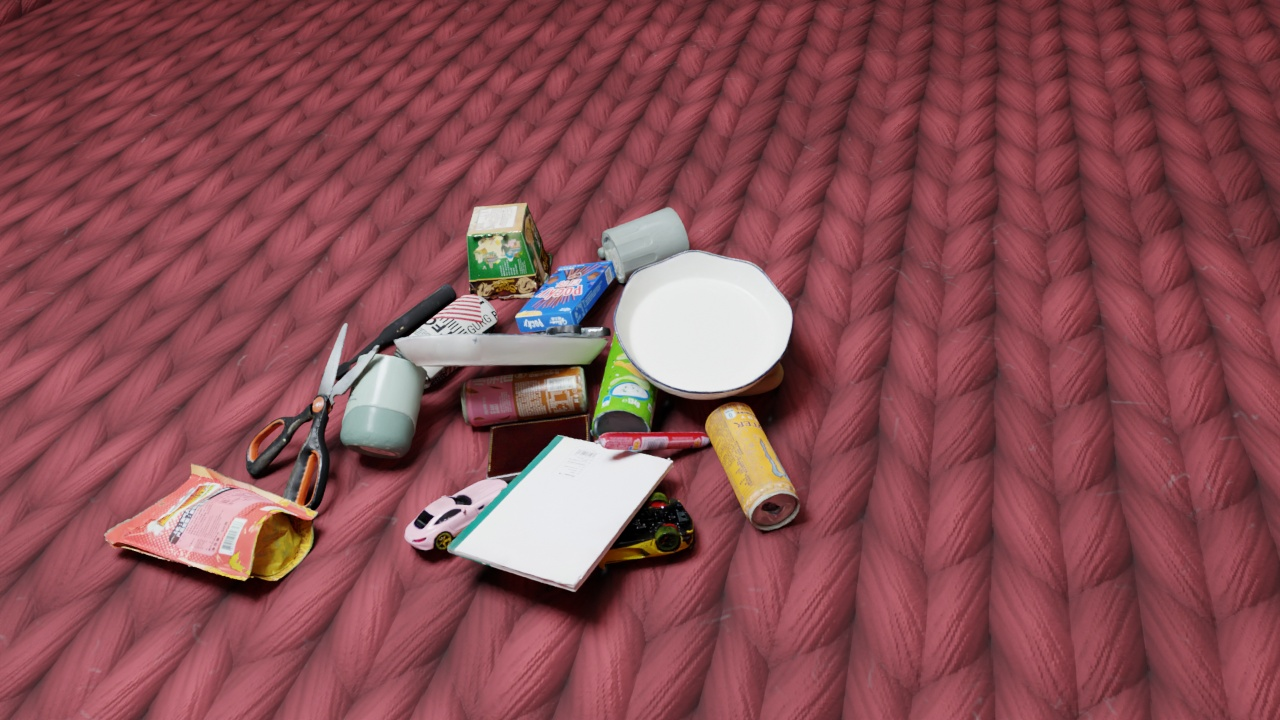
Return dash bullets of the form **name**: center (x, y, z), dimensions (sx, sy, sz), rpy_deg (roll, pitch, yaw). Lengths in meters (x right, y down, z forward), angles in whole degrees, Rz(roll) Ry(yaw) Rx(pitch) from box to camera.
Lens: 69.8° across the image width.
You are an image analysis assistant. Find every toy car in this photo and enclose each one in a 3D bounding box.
- **toy car**: center (-0.022, 0.177, 0.939), dimensions (0.156, 0.041, 0.071), rpy_deg (-9, 29, -7)
- **toy car**: center (-0.195, 0.161, 0.981), dimensions (0.122, 0.037, 0.056), rpy_deg (-31, 26, -28)

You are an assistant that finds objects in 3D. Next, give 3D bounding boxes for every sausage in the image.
- **sausage**: center (0.017, 0.089, 1.019), dimensions (0.155, 0.020, 0.020), rpy_deg (2, 33, -32)

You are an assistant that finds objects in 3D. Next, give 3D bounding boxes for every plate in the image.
- **plate**: center (-0.160, -0.010, 1.096), dimensions (0.162, 0.034, 0.265), rpy_deg (-2, -2, 44)
- **plate**: center (0.072, -0.038, 1.070), dimensions (0.205, 0.046, 0.204), rpy_deg (-1, 56, 1)

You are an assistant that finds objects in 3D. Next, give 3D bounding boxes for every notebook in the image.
- **notebook**: center (-0.078, 0.148, 0.947), dimensions (0.150, 0.012, 0.208), rpy_deg (10, 33, 27)

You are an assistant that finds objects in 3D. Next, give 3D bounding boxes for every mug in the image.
- **mug**: center (0.000, -0.166, 1.327), dimensions (0.103, 0.084, 0.124), rpy_deg (-22, 16, -15)
- **mug**: center (-0.306, 0.059, 1.084), dimensions (0.082, 0.112, 0.106), rpy_deg (14, 72, -20)

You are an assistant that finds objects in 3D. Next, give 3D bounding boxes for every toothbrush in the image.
- **toothbrush**: center (-0.338, -0.039, 1.258), dimensions (0.212, 0.026, 0.027), rpy_deg (-42, 17, -33)

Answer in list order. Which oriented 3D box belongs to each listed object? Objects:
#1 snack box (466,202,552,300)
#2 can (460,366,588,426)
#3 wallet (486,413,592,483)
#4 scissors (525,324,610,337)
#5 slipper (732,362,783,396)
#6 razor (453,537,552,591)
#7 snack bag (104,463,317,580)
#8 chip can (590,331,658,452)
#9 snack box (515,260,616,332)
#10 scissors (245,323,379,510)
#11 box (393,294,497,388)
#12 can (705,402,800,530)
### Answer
- **snack box**: center (-0.195, -0.163, 1.319), dimensions (0.118, 0.106, 0.117), rpy_deg (-3, 40, 3)
- **can**: center (-0.138, 0.043, 1.105), dimensions (0.147, 0.058, 0.057), rpy_deg (-7, 40, 0)
- **wallet**: center (-0.116, 0.102, 1.064), dimensions (0.122, 0.020, 0.096), rpy_deg (-7, 36, 0)
- **scissors**: center (-0.119, -0.032, 1.172), dimensions (0.171, 0.014, 0.159), rpy_deg (-2, -3, -12)
- **slipper**: center (0.107, -0.031, 1.142), dimensions (0.091, 0.082, 0.190), rpy_deg (-19, 39, -10)
- **razor**: center (-0.139, 0.199, 0.948), dimensions (0.133, 0.028, 0.043), rpy_deg (11, 47, 23)
- **snack bag**: center (-0.462, 0.177, 0.996), dimensions (0.208, 0.073, 0.128), rpy_deg (9, 38, 25)
- **chip can**: center (-0.007, 0.007, 1.119), dimensions (0.072, 0.072, 0.235), rpy_deg (1, 41, 9)
- **snack box**: center (-0.099, -0.089, 1.251), dimensions (0.085, 0.026, 0.156), rpy_deg (-4, 30, 24)
- **scissors**: center (-0.383, 0.069, 1.055), dimensions (0.224, 0.021, 0.220), rpy_deg (-15, 66, 27)
- **box**: center (-0.254, -0.015, 1.210), dimensions (0.074, 0.080, 0.163), rpy_deg (38, 50, 6)
- **can**: center (0.118, 0.111, 0.988), dimensions (0.058, 0.058, 0.146), rpy_deg (-14, 41, -8)
